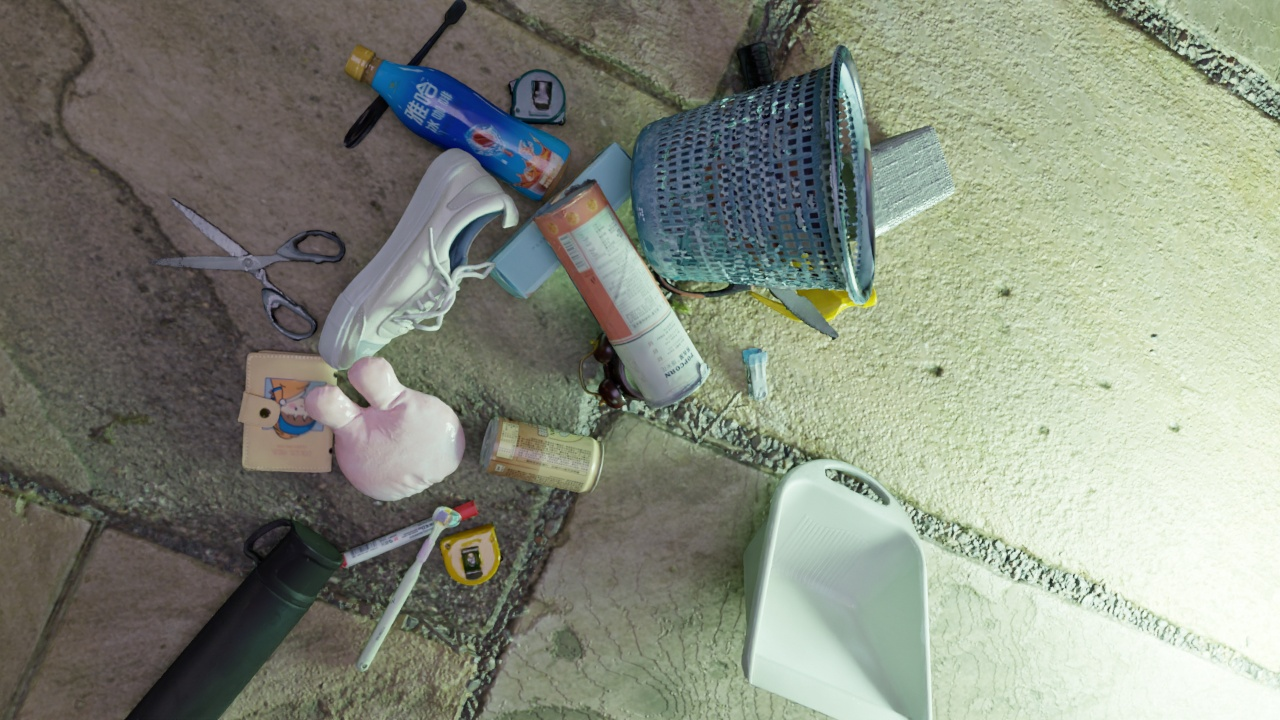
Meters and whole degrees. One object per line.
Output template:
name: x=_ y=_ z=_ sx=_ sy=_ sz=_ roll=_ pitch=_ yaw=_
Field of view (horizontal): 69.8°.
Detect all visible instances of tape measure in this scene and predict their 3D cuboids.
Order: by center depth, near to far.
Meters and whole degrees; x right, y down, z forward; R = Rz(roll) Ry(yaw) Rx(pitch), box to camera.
tape measure: x=-0.102 y=-0.261 z=0.914 sx=0.058 sy=0.025 sz=0.054 roll=-1 pitch=96 yaw=-15
tape measure: x=-0.171 y=0.200 z=0.936 sx=0.060 sy=0.029 sz=0.057 roll=-14 pitch=99 yaw=-12

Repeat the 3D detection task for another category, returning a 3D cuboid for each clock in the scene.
clock: x=-0.006 y=0.006 z=0.946 sx=0.121 sy=0.055 sz=0.082 roll=-10 pitch=98 yaw=-16

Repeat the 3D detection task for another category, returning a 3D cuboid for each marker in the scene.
marker: x=-0.234 y=0.175 z=0.924 sx=0.145 sy=0.017 sz=0.017 roll=-21 pitch=100 yaw=-12

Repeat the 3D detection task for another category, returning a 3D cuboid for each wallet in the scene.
wallet: x=-0.340 y=0.049 z=0.884 sx=0.087 sy=0.024 sz=0.115 roll=4 pitch=95 yaw=-20

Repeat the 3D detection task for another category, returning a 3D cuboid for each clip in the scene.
clip: x=0.126 y=0.017 z=1.001 sx=0.026 sy=0.043 sz=0.058 roll=-8 pitch=104 yaw=-17

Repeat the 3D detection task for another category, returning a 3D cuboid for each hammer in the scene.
hammer: x=0.153 y=-0.184 z=0.971 sx=0.129 sy=0.033 sz=0.301 roll=-14 pitch=94 yaw=4

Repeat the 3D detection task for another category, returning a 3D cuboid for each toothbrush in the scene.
toothbrush: x=-0.228 y=-0.276 z=0.887 sx=0.015 sy=0.018 sz=0.181 roll=39 pitch=87 yaw=-25
toothbrush: x=-0.237 y=0.231 z=0.918 sx=0.029 sy=0.020 sz=0.189 roll=28 pitch=95 yaw=-28

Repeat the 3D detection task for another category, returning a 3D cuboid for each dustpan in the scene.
dustpan: x=0.217 y=0.230 z=0.956 sx=0.222 sy=0.257 sz=0.143 roll=26 pitch=111 yaw=-15

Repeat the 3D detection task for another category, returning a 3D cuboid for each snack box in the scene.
snack box: x=-0.076 y=-0.137 z=0.906 sx=0.174 sy=0.074 sz=0.051 roll=-45 pitch=105 yaw=-7

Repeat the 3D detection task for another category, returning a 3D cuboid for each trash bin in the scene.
trash bin: x=0.104 y=-0.158 z=0.848 sx=0.195 sy=0.226 sz=0.226 roll=-3 pitch=97 yaw=22

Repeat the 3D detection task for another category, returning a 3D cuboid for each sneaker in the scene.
sneaker: x=-0.200 y=-0.072 z=0.844 sx=0.091 sy=0.089 sz=0.243 roll=41 pitch=107 yaw=6

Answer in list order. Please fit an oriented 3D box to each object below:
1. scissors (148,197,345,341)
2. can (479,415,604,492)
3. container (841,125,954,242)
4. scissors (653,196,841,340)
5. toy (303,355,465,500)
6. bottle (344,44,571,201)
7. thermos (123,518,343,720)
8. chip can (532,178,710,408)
scissors: x=-0.365 y=-0.092 z=0.868 sx=0.159 sy=0.014 sz=0.180 roll=-33 pitch=101 yaw=-9
can: x=-0.100 y=0.096 z=0.929 sx=0.116 sy=0.058 sz=0.058 roll=15 pitch=91 yaw=-15
container: x=0.261 y=-0.191 z=0.982 sx=0.114 sy=0.090 sz=0.090 roll=-26 pitch=101 yaw=-14
scissors: x=0.116 y=-0.098 z=0.957 sx=0.189 sy=0.015 sz=0.227 roll=-28 pitch=92 yaw=7
toy: x=-0.242 y=0.066 z=0.876 sx=0.121 sy=0.054 sz=0.159 roll=-31 pitch=125 yaw=-3
bottle: x=-0.173 y=-0.230 z=0.874 sx=0.218 sy=0.065 sz=0.065 roll=28 pitch=88 yaw=-17
thermos: x=-0.392 y=0.263 z=0.873 sx=0.090 sy=0.068 sz=0.242 roll=36 pitch=83 yaw=19
chip can: x=-0.017 y=-0.061 z=0.859 sx=0.071 sy=0.071 sz=0.215 roll=-35 pitch=109 yaw=-9
